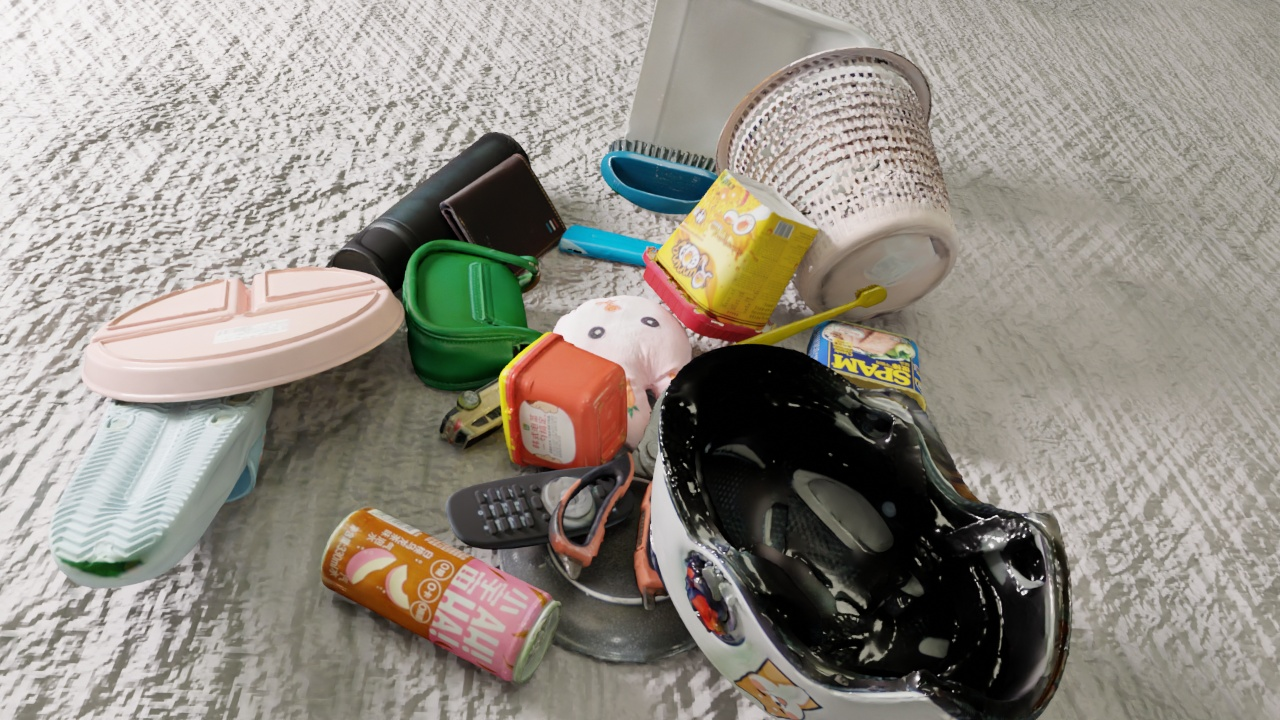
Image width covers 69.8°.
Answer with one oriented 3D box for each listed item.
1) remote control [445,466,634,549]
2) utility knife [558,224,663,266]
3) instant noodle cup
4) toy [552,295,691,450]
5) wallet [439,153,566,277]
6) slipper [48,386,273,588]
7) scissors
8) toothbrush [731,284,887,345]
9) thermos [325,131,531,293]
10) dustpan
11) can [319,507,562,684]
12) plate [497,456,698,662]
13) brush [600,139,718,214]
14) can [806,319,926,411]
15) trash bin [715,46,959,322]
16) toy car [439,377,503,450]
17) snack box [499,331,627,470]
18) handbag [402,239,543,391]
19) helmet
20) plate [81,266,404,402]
[{"bbox_3d":[-0.068,0.102,0.627,0.136,0.024,0.053,-5,50,-32],"label":"remote control"},{"bbox_3d":[0.027,-0.102,0.921,0.216,0.018,0.034,12,50,0],"label":"utility knife"},{"bbox_3d":[0.084,-0.094,0.825,0.116,0.124,0.116,8,34,-45],"label":"instant noodle cup"},{"bbox_3d":[-0.005,0.005,0.774,0.121,0.054,0.159,-14,54,-26],"label":"toy"},{"bbox_3d":[-0.128,-0.134,0.881,0.096,0.020,0.122,58,43,-16],"label":"wallet"},{"bbox_3d":[-0.302,0.072,0.603,0.104,0.074,0.245,-6,27,-8],"label":"slipper"},{"bbox_3d":[0.013,0.086,0.661,0.202,0.015,0.204,-4,53,-36],"label":"scissors"},{"bbox_3d":[0.128,-0.027,0.812,0.190,0.016,0.016,-22,26,-2],"label":"toothbrush"},{"bbox_3d":[-0.203,-0.141,0.878,0.090,0.068,0.241,8,38,26],"label":"thermos"},{"bbox_3d":[0.141,-0.279,1.001,0.257,0.223,0.142,0,29,-28],"label":"dustpan"},{"bbox_3d":[-0.126,0.147,0.580,0.147,0.058,0.057,23,43,12],"label":"can"},{"bbox_3d":[-0.012,0.130,0.652,0.179,0.024,0.179,7,42,-6],"label":"plate"},{"bbox_3d":[0.025,-0.194,0.998,0.144,0.055,0.073,15,57,2],"label":"brush"},{"bbox_3d":[0.194,0.014,0.805,0.102,0.057,0.083,14,39,2],"label":"can"},{"bbox_3d":[0.205,-0.154,0.896,0.227,0.228,0.192,-3,56,-16],"label":"trash bin"},{"bbox_3d":[-0.115,0.035,0.720,0.090,0.042,0.035,-35,81,-34],"label":"toy car"},{"bbox_3d":[-0.055,0.037,0.684,0.080,0.091,0.081,17,39,23],"label":"snack box"},{"bbox_3d":[-0.139,-0.042,0.777,0.120,0.068,0.131,-3,43,-13],"label":"handbag"},{"bbox_3d":[0.113,0.131,0.575,0.274,0.157,0.229,37,42,17],"label":"helmet"},{"bbox_3d":[-0.297,-0.029,0.693,0.229,0.028,0.229,-4,23,1],"label":"plate"}]
